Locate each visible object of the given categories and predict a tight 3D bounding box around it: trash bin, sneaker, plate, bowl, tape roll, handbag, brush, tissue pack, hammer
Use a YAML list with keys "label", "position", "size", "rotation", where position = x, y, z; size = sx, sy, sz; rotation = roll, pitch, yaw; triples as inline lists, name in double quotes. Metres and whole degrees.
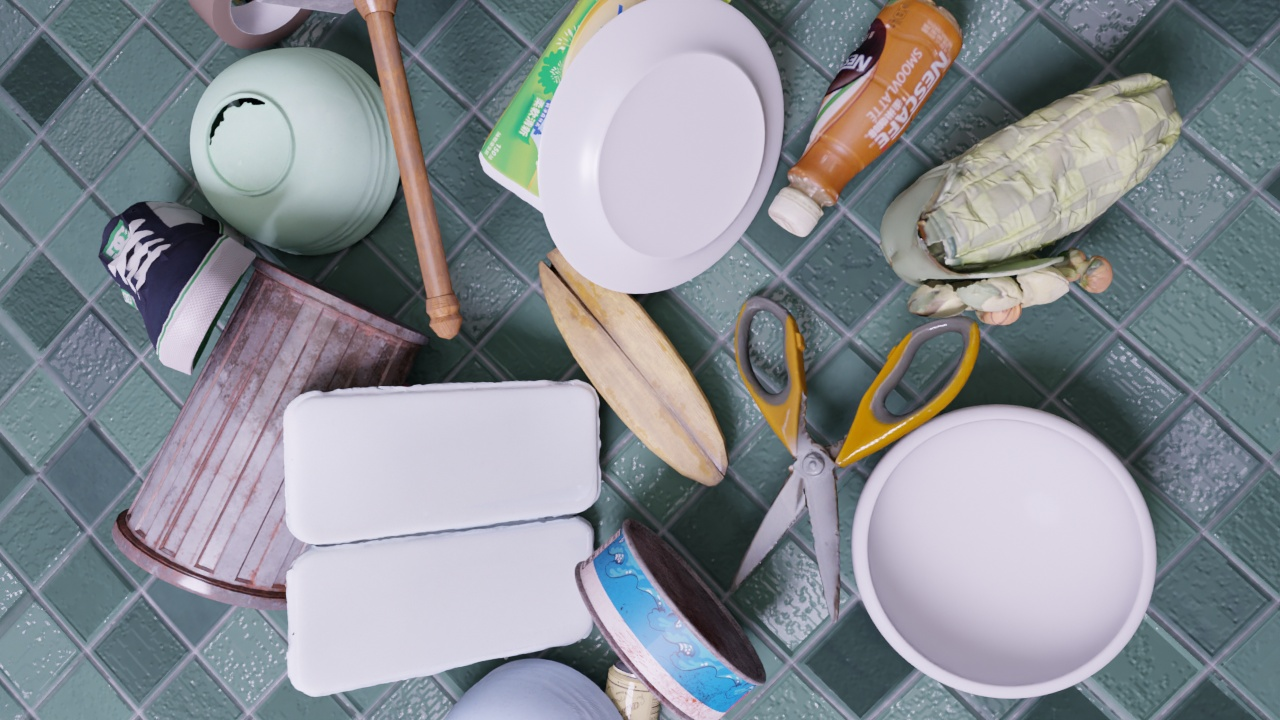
- label: "trash bin"
  position: [-0.240, 0.054, 0.604]
  size: [0.131, 0.131, 0.211]
  rotation: [25, 88, 8]
- label: "sneaker"
  position: [-0.298, -0.057, 0.575]
  size: [0.079, 0.235, 0.084]
  rotation: [30, 91, -30]
- label: "plate"
  position: [0.023, -0.127, 0.573]
  size: [0.188, 0.188, 0.016]
  rotation: [-55, 44, 2]
- label: "bowl"
  position: [0.222, 0.116, 0.582]
  size: [0.177, 0.066, 0.176]
  rotation: [0, 87, 7]
- label: "bowl"
  position: [-0.252, -0.147, 0.641]
  size: [0.151, 0.077, 0.151]
  rotation: [2, 98, 12]
- label: "bowl"
  position: [-0.082, 0.275, 0.589]
  size: [0.151, 0.074, 0.150]
  rotation: [-3, 84, 27]
- label: "tape roll"
  position: [-0.272, -0.269, 0.653]
  size: [0.094, 0.093, 0.030]
  rotation: [-45, 83, 3]
- label: "handbag"
  position: [0.245, -0.089, 0.569]
  size: [0.186, 0.113, 0.117]
  rotation: [-28, 91, 4]
- label: "brush"
  position: [-0.004, 0.004, 0.629]
  size: [0.059, 0.043, 0.195]
  rotation: [-38, 82, 3]
- label: "tissue pack"
  position: [0.003, -0.169, 0.610]
  size: [0.141, 0.120, 0.198]
  rotation: [34, 98, -10]
- label: "hammer"
  position: [-0.153, -0.170, 0.573]
  size: [0.163, 0.082, 0.317]
  rotation: [-8, 95, 39]

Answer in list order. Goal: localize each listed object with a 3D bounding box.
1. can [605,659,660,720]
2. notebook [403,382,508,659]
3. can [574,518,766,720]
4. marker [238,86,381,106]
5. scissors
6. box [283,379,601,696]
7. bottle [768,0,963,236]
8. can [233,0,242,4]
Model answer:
- label: "can"
  position: [-0.008, 0.247, 0.620]
  size: [0.038, 0.038, 0.079]
  rotation: [9, 88, 8]
- label: "notebook"
  position: [-0.160, 0.101, 0.662]
  size: [0.209, 0.012, 0.153]
  rotation: [23, 89, 8]
- label: "can"
  position: [0.019, 0.163, 0.575]
  size: [0.044, 0.130, 0.130]
  rotation: [-43, 83, 3]
- label: "marker"
  position: [-0.240, -0.194, 0.682]
  size: [0.124, 0.021, 0.017]
  rotation: [3, 87, 9]
- label: "scissors"
  position: [0.109, 0.043, 0.586]
  size: [0.225, 0.016, 0.216]
  rotation: [-53, 54, 7]
- label: "box"
  position: [-0.119, 0.106, 0.584]
  size: [0.208, 0.037, 0.189]
  rotation: [0, 90, -31]
- label: "bottle"
  position: [0.144, -0.159, 0.610]
  size: [0.059, 0.059, 0.167]
  rotation: [35, 92, 8]
- label: "can"
  position: [-0.287, -0.321, 0.648]
  size: [0.092, 0.116, 0.056]
  rotation: [-38, 83, 2]
